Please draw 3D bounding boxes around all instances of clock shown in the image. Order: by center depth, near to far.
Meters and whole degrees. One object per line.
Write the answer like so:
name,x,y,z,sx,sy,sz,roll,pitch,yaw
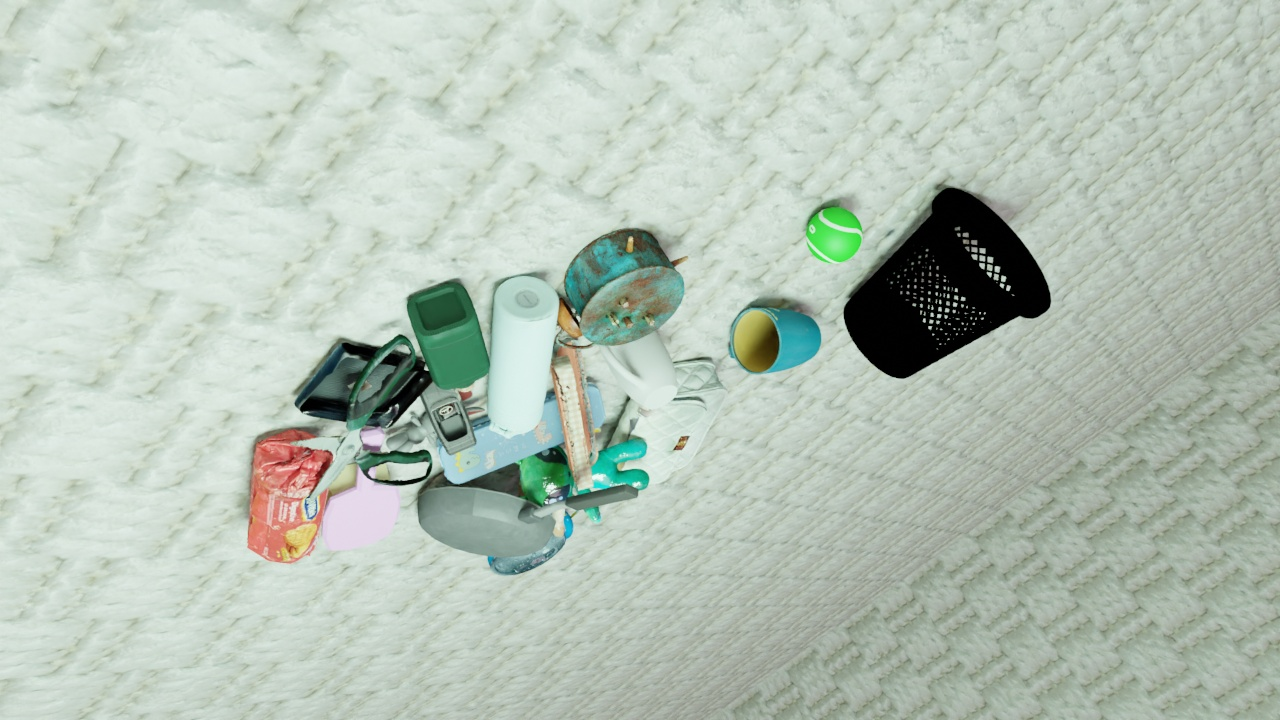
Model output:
clock,-0.027,-0.060,0.975,0.121,0.073,0.158,11,131,-48
clock,-0.154,0.247,1.324,0.161,0.060,0.117,-28,148,-8

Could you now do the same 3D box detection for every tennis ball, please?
tennis ball,0.226,-0.146,1.071,0.065,0.065,0.065,-22,148,-15

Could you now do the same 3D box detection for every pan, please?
pan,-0.135,0.189,1.103,0.358,0.041,0.178,-20,141,42

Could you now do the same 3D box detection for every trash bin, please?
trash bin,0.384,-0.084,1.197,0.195,0.195,0.200,1,146,-41

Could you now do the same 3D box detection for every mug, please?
mug,-0.006,0.006,1.070,0.071,0.089,0.107,-43,147,20
mug,0.171,-0.024,1.200,0.104,0.084,0.112,-6,170,-44

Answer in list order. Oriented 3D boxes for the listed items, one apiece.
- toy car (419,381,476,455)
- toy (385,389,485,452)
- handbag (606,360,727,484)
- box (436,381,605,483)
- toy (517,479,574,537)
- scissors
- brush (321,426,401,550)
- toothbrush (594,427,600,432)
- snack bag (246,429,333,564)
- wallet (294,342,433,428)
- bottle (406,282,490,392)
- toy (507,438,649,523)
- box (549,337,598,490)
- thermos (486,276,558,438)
toy car,-0.209,0.059,0.995,0.040,0.037,0.092,-23,111,-12
toy,-0.232,0.071,1.030,0.111,0.030,0.049,-33,135,-7
handbag,0.032,0.089,1.239,0.138,0.072,0.195,-9,143,-29
box,-0.139,0.087,1.100,0.209,0.037,0.066,-20,113,-15
toy,-0.130,0.176,1.225,0.074,0.085,0.106,-41,145,-25
scissors,-0.260,0.071,0.943,0.202,0.015,0.201,-52,150,7
brush,-0.318,0.138,1.041,0.089,0.043,0.229,-11,144,-29
toothbrush,-0.095,0.077,1.167,0.021,0.016,0.135,-46,146,21
snack bag,-0.377,0.147,0.975,0.082,0.082,0.177,-8,141,-32
wallet,-0.278,0.025,0.928,0.089,0.026,0.114,-44,147,20
bottle,-0.187,-0.012,0.918,0.061,0.061,0.131,-20,148,-12
toy,-0.084,0.143,1.171,0.193,0.130,0.072,-5,178,-13
box,-0.077,0.065,1.071,0.048,0.085,0.187,-7,125,-2
thermos,-0.129,0.002,0.985,0.207,0.065,0.077,105,10,-50
